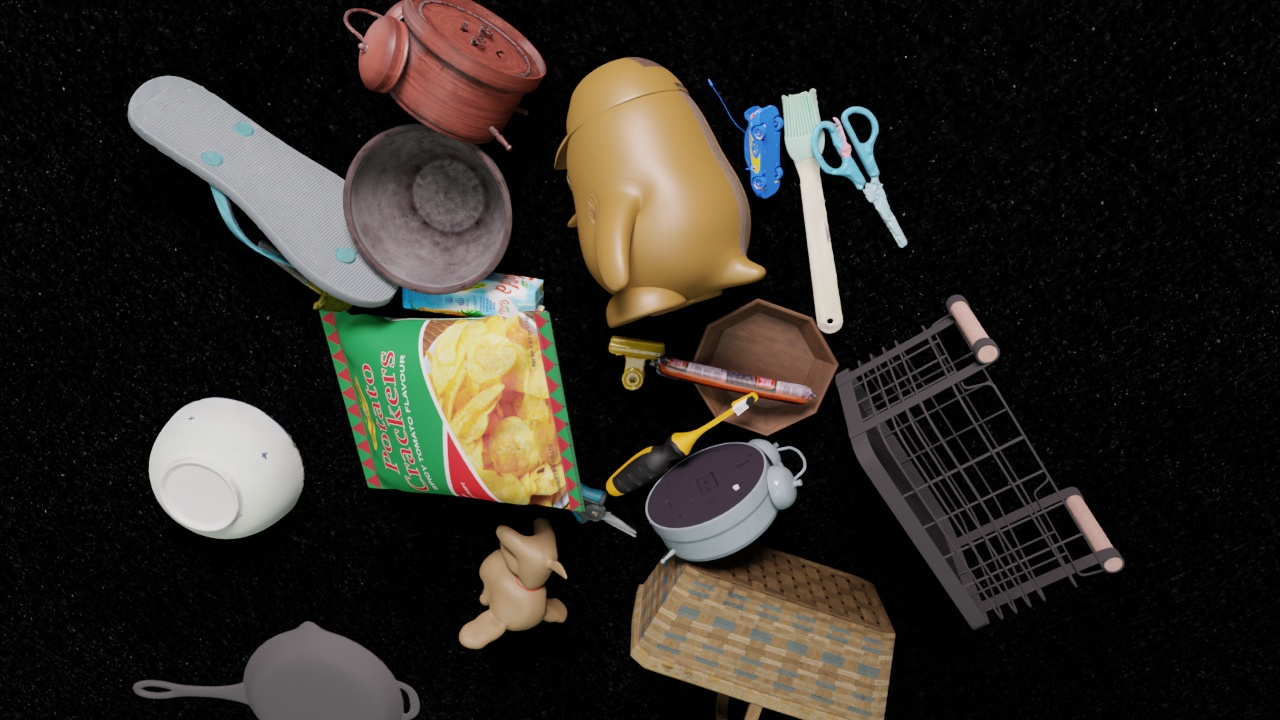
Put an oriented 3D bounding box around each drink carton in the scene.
[{"bbox_3d":[-0.151,-0.061,0.841,0.129,0.044,0.039,8,114,4],"label":"drink carton"}]

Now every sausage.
[{"bbox_3d":[0.084,0.019,0.831,0.155,0.020,0.020,12,114,2],"label":"sausage"}]

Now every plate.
[{"bbox_3d":[0.112,0.004,0.847,0.131,0.025,0.131,2,113,6],"label":"plate"}]

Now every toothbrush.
[{"bbox_3d":[0.036,0.081,0.870,0.197,0.030,0.031,-37,101,32],"label":"toothbrush"}]

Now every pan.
[{"bbox_3d":[-0.437,0.400,1.082,0.355,0.024,0.217,0,113,7],"label":"pan"}]

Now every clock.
[{"bbox_3d":[-0.156,-0.239,0.727,0.157,0.120,0.072,29,121,-15],"label":"clock"},{"bbox_3d":[0.080,0.125,0.853,0.159,0.122,0.045,-27,112,2],"label":"clock"}]

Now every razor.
[{"bbox_3d":[-0.316,-0.081,0.849,0.106,0.042,0.026,35,102,16],"label":"razor"}]

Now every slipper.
[{"bbox_3d":[-0.322,-0.145,0.812,0.269,0.098,0.055,41,144,-9],"label":"slipper"}]

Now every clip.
[{"bbox_3d":[-0.005,0.004,0.857,0.053,0.039,0.047,8,106,2],"label":"clip"}]

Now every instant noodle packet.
[{"bbox_3d":[-0.179,0.045,0.858,0.253,0.090,0.196,2,114,25],"label":"instant noodle packet"}]

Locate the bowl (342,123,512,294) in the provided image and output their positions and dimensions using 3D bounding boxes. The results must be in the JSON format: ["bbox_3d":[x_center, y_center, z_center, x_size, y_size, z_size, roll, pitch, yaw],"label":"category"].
[{"bbox_3d":[-0.176,-0.136,0.798,0.145,0.067,0.145,2,113,6],"label":"bowl"}]

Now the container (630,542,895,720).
[{"bbox_3d":[0.111,0.293,0.905,0.250,0.157,0.186,18,103,-1],"label":"container"}]

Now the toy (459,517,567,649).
[{"bbox_3d":[-0.121,0.222,0.935,0.106,0.134,0.108,41,120,36],"label":"toy"}]

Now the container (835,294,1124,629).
[{"bbox_3d":[0.283,0.087,0.785,0.130,0.162,0.241,-31,108,18],"label":"container"}]

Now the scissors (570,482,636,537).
[{"bbox_3d":[-0.071,0.139,0.931,0.138,0.019,0.129,-3,121,16],"label":"scissors"}]

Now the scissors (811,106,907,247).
[{"bbox_3d":[0.196,-0.152,0.778,0.063,0.015,0.138,-40,115,-3],"label":"scissors"}]

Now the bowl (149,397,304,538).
[{"bbox_3d":[-0.432,0.121,0.936,0.153,0.072,0.154,3,114,6],"label":"bowl"}]

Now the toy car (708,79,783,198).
[{"bbox_3d":[0.085,-0.187,0.772,0.062,0.033,0.092,19,128,34],"label":"toy car"}]

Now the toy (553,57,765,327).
[{"bbox_3d":[0.001,-0.140,0.741,0.163,0.198,0.203,-17,91,31],"label":"toy"}]

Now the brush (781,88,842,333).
[{"bbox_3d":[0.152,-0.123,0.797,0.033,0.012,0.218,-9,113,10],"label":"brush"}]
